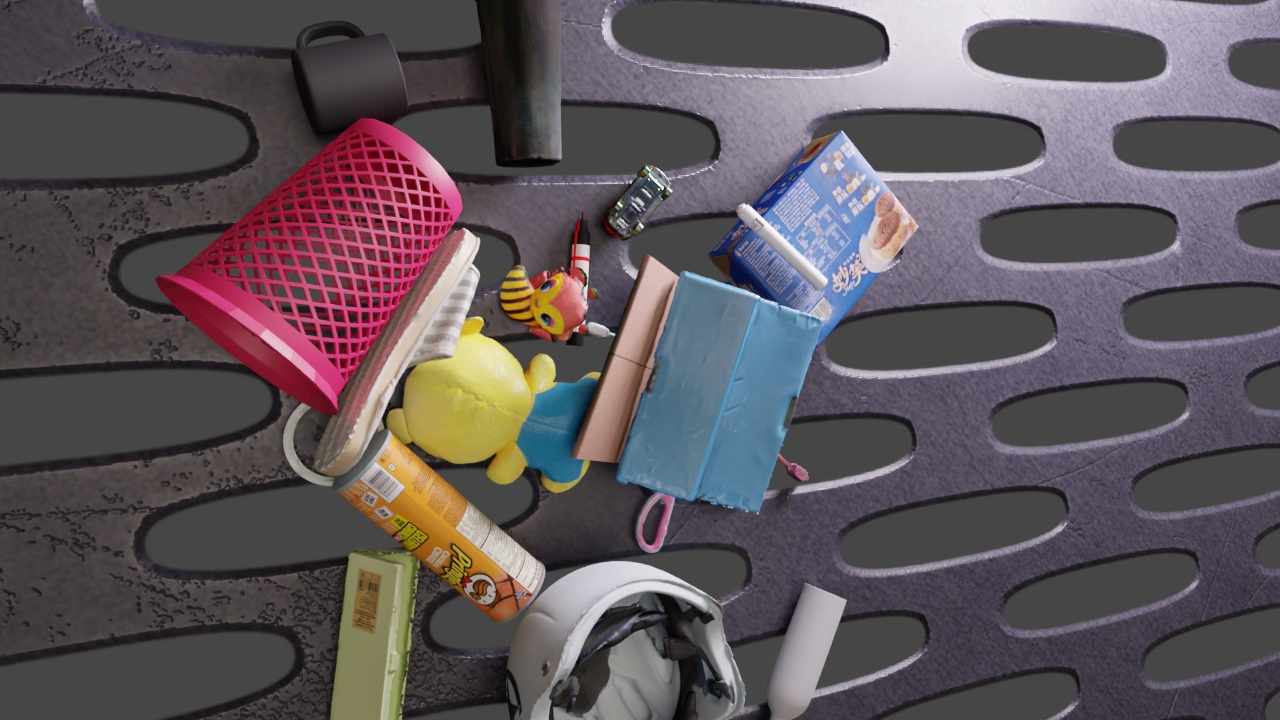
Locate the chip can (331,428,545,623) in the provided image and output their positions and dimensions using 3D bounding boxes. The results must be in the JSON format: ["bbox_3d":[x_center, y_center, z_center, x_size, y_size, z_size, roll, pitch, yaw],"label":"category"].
[{"bbox_3d":[-0.194,0.165,0.898,0.215,0.075,0.075,46,74,-21],"label":"chip can"}]

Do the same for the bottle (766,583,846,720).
[{"bbox_3d":[0.183,0.363,1.073,0.052,0.052,0.195,26,81,-20],"label":"bottle"}]

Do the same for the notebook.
[{"bbox_3d":[-0.006,0.006,0.953,0.008,0.141,0.209,20,89,21],"label":"notebook"}]

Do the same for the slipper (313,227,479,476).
[{"bbox_3d":[-0.221,-0.008,0.862,0.054,0.115,0.272,42,59,-31],"label":"slipper"}]

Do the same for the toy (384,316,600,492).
[{"bbox_3d":[-0.135,0.048,0.930,0.214,0.084,0.148,23,77,-21],"label":"toy"}]

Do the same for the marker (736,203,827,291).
[{"bbox_3d":[0.154,-0.124,1.007,0.133,0.017,0.020,40,113,-16],"label":"marker"}]

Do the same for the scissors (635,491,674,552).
[{"bbox_3d":[0.055,0.139,1.036,0.172,0.013,0.170,19,85,-26],"label":"scissors"}]

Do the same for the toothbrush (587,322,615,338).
[{"bbox_3d":[0.022,-0.009,1.029,0.180,0.016,0.016,19,88,-22],"label":"toothbrush"}]

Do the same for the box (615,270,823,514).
[{"bbox_3d":[0.087,0.039,0.970,0.176,0.047,0.231,16,95,-10],"label":"box"}]

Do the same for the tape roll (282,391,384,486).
[{"bbox_3d":[-0.299,0.076,0.898,0.093,0.018,0.094,0,90,-23],"label":"tape roll"}]

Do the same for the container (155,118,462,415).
[{"bbox_3d":[-0.279,-0.095,0.831,0.183,0.184,0.225,41,68,-17],"label":"container"}]

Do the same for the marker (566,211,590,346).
[{"bbox_3d":[-0.066,-0.089,0.991,0.019,0.019,0.145,4,88,-22],"label":"marker"}]

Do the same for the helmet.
[{"bbox_3d":[-0.033,0.329,0.928,0.236,0.164,0.264,-19,107,-30],"label":"helmet"}]

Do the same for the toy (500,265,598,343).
[{"bbox_3d":[-0.095,-0.060,0.956,0.103,0.046,0.084,16,113,10],"label":"toy"}]

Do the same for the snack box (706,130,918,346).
[{"bbox_3d":[0.203,-0.140,1.073,0.155,0.069,0.202,46,75,-15],"label":"snack box"}]

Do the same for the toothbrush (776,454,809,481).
[{"bbox_3d":[0.129,0.083,1.071,0.190,0.016,0.016,41,76,-17],"label":"toothbrush"}]

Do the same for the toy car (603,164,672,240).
[{"bbox_3d":[-0.003,-0.173,1.007,0.042,0.036,0.091,41,76,-16],"label":"toy car"}]

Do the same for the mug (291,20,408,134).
[{"bbox_3d":[-0.285,-0.278,0.880,0.087,0.078,0.113,-19,70,-21],"label":"mug"}]

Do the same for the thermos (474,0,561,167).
[{"bbox_3d":[-0.121,-0.311,0.932,0.098,0.098,0.221,-4,96,-22],"label":"thermos"}]

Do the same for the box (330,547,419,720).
[{"bbox_3d":[-0.262,0.279,0.896,0.077,0.090,0.188,6,90,-2],"label":"box"}]
